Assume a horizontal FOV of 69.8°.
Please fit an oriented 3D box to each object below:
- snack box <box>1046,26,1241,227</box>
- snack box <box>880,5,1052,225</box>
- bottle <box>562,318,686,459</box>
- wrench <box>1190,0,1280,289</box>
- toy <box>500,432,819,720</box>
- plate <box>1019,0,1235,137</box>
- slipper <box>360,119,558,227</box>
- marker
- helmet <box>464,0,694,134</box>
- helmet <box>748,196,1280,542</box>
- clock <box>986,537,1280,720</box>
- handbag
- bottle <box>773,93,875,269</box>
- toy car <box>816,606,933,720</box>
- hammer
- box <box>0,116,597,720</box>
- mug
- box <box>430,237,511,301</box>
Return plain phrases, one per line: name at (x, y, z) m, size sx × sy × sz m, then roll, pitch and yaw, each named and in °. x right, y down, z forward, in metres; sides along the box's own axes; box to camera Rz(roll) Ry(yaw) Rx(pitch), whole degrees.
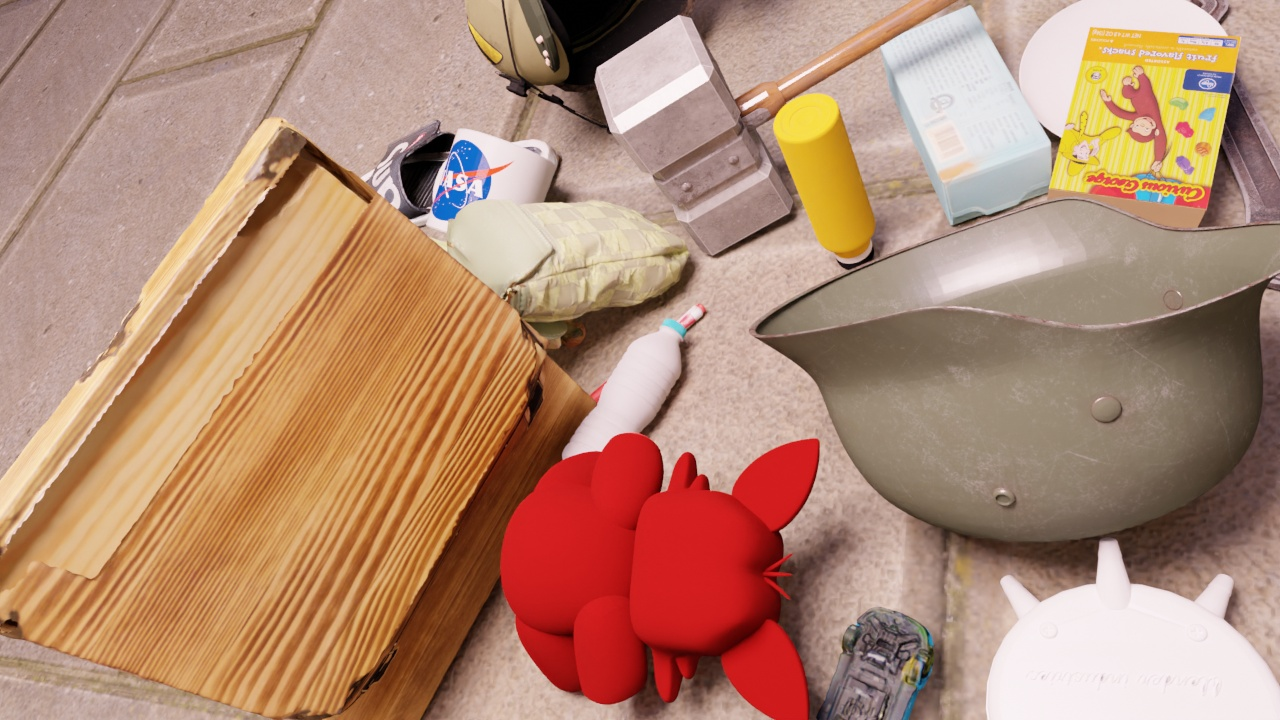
snack box at (0.325, -0.150, 0.598) m, size 0.088 × 0.040 × 0.125 m, roll 14°, pitch 74°, yaw 23°
snack box at (0.241, -0.186, 0.688) m, size 0.075 × 0.053 × 0.174 m, roll -20°, pitch 52°, yaw 15°
bottle at (-0.007, 0.028, 0.677) m, size 0.044 × 0.044 × 0.136 m, roll 19°, pitch 68°, yaw 36°
wrench at (0.398, -0.158, 0.612) m, size 0.070 × 0.010 × 0.272 m, roll -12°, pitch 53°, yaw 21°
toy at (0.012, 0.125, 0.547) m, size 0.198 × 0.120 × 0.158 m, roll -4°, pitch 68°, yaw 31°
plate at (0.340, -0.203, 0.646) m, size 0.135 × 0.011 × 0.134 m, roll -7°, pitch 67°, yaw 16°
slipper at (-0.207, -0.189, 0.927) m, size 0.264 × 0.063 × 0.111 m, roll 3°, pitch 60°, yaw 27°
marker at (-0.004, 0.004, 0.715) m, size 0.142 × 0.013 × 0.013 m, roll -41°, pitch 49°, yaw -3°
helmet at (-0.044, -0.343, 0.803) m, size 0.250 × 0.256 × 0.233 m, roll -38°, pitch 52°, yaw -2°
helmet at (0.209, 0.011, 0.483) m, size 0.269 × 0.154 × 0.226 m, roll -15°, pitch 10°, yaw 43°
clock at (0.230, 0.171, 0.430) m, size 0.125 × 0.073 × 0.160 m, roll -6°, pitch 55°, yaw 24°
handbag at (-0.060, -0.063, 0.726) m, size 0.186 × 0.117 × 0.113 m, roll -9°, pitch 42°, yaw -32°
bottle at (0.133, -0.117, 0.636) m, size 0.043 × 0.144 × 0.043 m, roll -14°, pitch 52°, yaw 19°
toy car at (0.125, 0.189, 0.502) m, size 0.048 × 0.032 × 0.105 m, roll 16°, pitch 72°, yaw 35°
hammer at (0.143, -0.220, 0.671) m, size 0.318 × 0.162 × 0.082 m, roll -28°, pitch 49°, yaw 16°
box at (-0.224, 0.051, 0.584) m, size 0.287 × 0.336 × 0.278 m, roll 18°, pitch 70°, yaw 34°
mug at (-0.144, -0.151, 0.827) m, size 0.121 × 0.091 × 0.090 m, roll 22°, pitch 94°, yaw 38°
box at (-0.187, -0.072, 0.821) m, size 0.188 × 0.082 × 0.098 m, roll 17°, pitch 79°, yaw 36°
